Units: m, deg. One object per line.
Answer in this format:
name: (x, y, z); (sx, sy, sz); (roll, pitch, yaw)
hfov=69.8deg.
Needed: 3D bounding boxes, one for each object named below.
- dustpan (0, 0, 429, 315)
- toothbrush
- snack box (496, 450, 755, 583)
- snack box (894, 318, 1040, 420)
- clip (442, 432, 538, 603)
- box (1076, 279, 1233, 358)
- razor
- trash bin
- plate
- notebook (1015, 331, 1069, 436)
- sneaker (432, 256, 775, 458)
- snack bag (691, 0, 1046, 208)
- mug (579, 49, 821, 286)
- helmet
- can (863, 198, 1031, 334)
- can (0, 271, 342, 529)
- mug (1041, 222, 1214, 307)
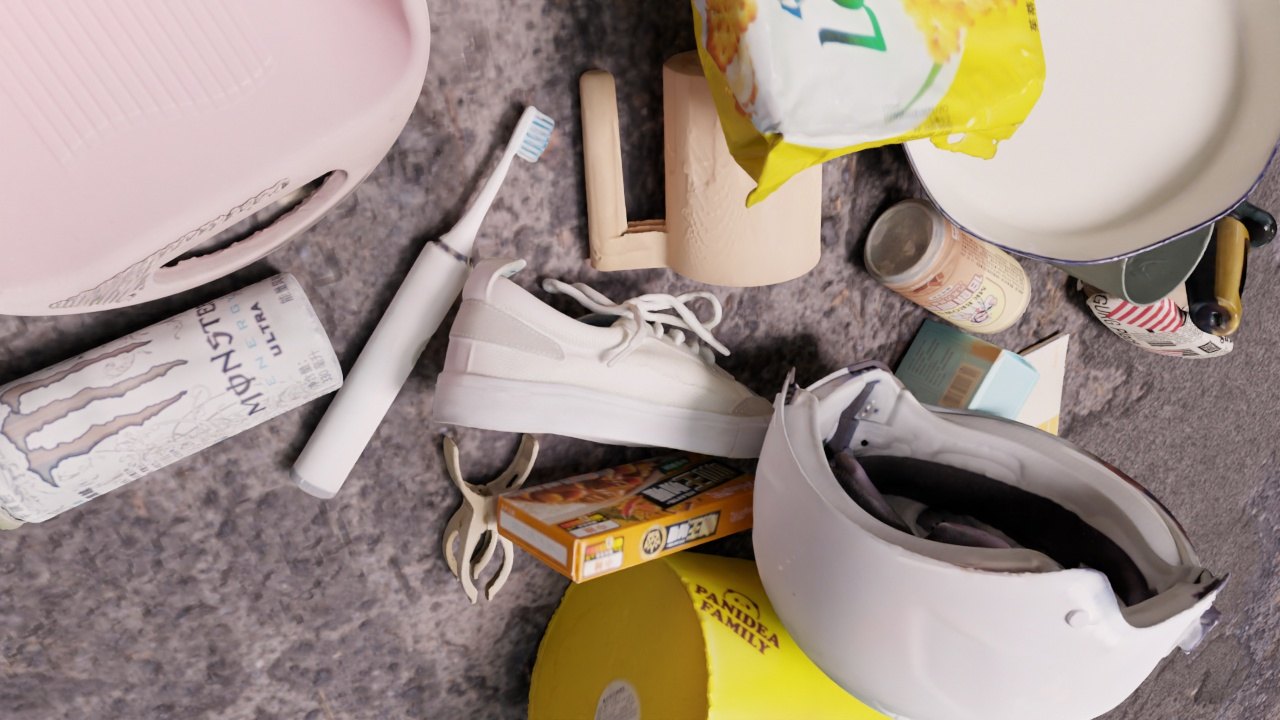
dustpan: (-0.158, -0.096, 0.271); (0.222, 0.273, 0.139); (-32, 103, -8)
toothbrush: (-0.108, -0.028, 0.453); (0.026, 0.026, 0.221); (31, 98, -17)
snack box: (0.000, 0.086, 0.533); (0.153, 0.075, 0.026); (-8, 108, -41)
snack box: (0.200, 0.063, 0.649); (0.051, 0.074, 0.175); (26, 96, -32)
clip: (-0.088, 0.089, 0.532); (0.066, 0.034, 0.099); (3, 106, -31)
box: (0.414, -0.036, 0.729); (0.162, 0.087, 0.076); (19, 121, -39)
razor: (0.448, -0.074, 0.703); (0.167, 0.068, 0.062); (-51, 135, -43)
trash bin: (0.082, 0.235, 0.603); (0.255, 0.229, 0.230); (21, 104, -32)
plate: (0.247, -0.155, 0.511); (0.205, 0.205, 0.045); (-60, 171, 11)
notebook: (0.267, 0.076, 0.751); (0.206, 0.010, 0.146); (-25, 126, -17)
sneaker: (-0.003, 0.003, 0.505); (0.241, 0.090, 0.090); (13, 83, -45)
snack bag: (0.081, -0.199, 0.391); (0.157, 0.068, 0.246); (-15, 95, -25)
mug: (0.032, -0.100, 0.472); (0.124, 0.084, 0.104); (-3, 120, 0)
helmet: (0.169, 0.113, 0.502); (0.258, 0.229, 0.146); (1, 117, -48)
can: (0.203, -0.059, 0.603); (0.116, 0.058, 0.058); (20, 105, -37)
can: (-0.208, 0.015, 0.396); (0.146, 0.058, 0.058); (-26, 127, -17)
mug: (0.298, -0.099, 0.610); (0.123, 0.103, 0.084); (19, 106, -36)
